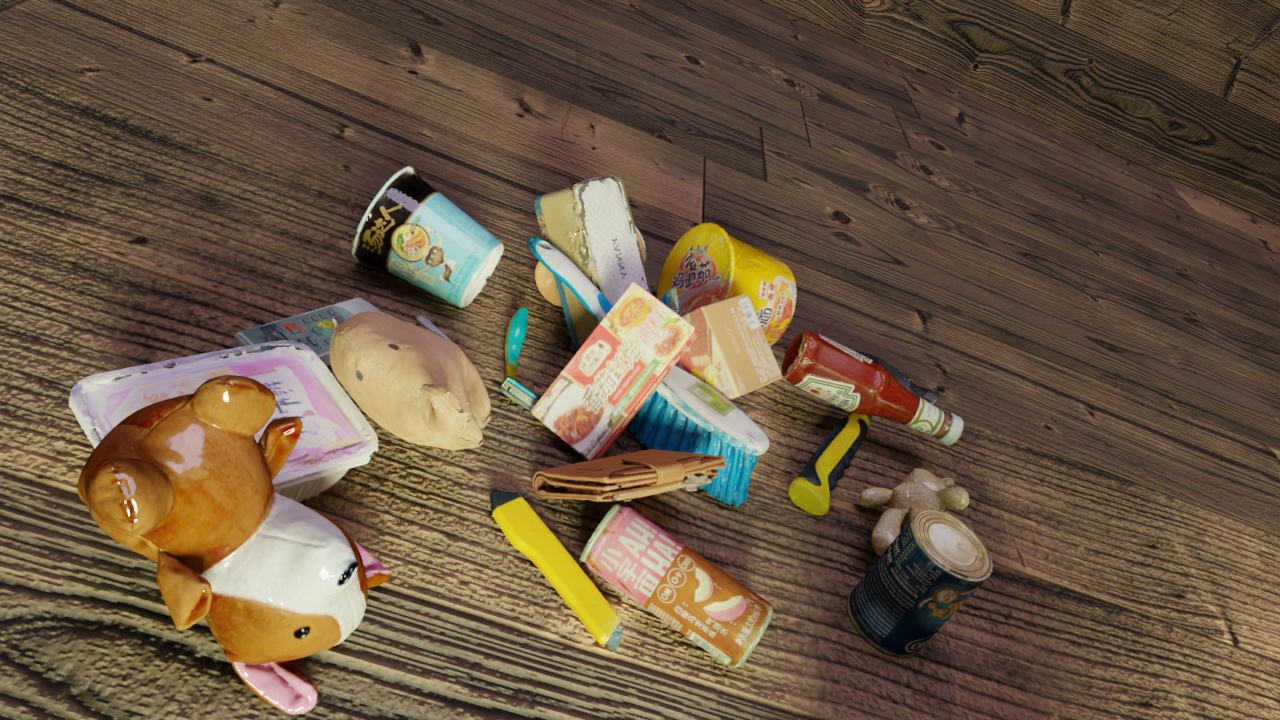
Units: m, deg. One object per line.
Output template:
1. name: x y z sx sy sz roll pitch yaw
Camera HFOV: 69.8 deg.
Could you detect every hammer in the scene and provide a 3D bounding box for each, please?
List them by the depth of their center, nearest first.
1. hammer: 0.232 0.072 1.006 0.126 0.032 0.322 35 35 14

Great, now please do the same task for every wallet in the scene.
1. wallet: -0.008 0.096 0.771 0.131 0.031 0.108 -7 1 -38

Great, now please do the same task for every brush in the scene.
1. brush: -0.005 0.005 0.875 0.314 0.110 0.060 36 36 19

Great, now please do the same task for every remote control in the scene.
1. remote control: -0.282 -0.020 0.806 0.056 0.019 0.134 39 36 20

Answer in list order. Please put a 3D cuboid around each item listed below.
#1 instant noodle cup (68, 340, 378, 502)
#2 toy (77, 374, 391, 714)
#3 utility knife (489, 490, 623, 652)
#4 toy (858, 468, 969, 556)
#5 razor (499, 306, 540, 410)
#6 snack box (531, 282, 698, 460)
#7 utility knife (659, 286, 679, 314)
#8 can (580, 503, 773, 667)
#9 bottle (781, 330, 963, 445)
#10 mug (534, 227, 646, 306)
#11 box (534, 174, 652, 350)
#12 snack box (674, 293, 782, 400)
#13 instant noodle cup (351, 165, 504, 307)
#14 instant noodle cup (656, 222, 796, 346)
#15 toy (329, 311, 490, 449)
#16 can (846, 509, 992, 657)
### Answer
1. instant noodle cup: -0.295 0.059 0.656 0.173 0.060 0.138 -14 51 -46
2. toy: -0.226 0.107 0.546 0.131 0.200 0.139 -2 35 32
3. utility knife: -0.066 0.160 0.708 0.033 0.015 0.164 -21 56 -40
4. toy: 0.264 0.150 0.887 0.105 0.066 0.156 -11 9 28
5. razor: -0.118 -0.007 0.887 0.043 0.028 0.132 35 30 -31
6. snack box: -0.023 0.011 0.829 0.075 0.153 0.025 39 -1 16
7. utility knife: 0.029 -0.055 0.908 0.018 0.034 0.236 -8 -2 -2
8. can: 0.028 0.173 0.712 0.147 0.058 0.057 33 34 10
9. bottle: 0.252 0.035 0.990 0.206 0.060 0.059 26 34 -8
10. mug: -0.058 -0.108 1.027 0.078 0.078 0.122 36 41 15
11. box: -0.042 -0.094 0.944 0.062 0.184 0.089 -4 13 38
12. snack box: 0.069 -0.003 0.914 0.076 0.095 0.092 -20 86 -46
13. instant noodle cup: -0.206 -0.116 0.918 0.120 0.111 0.111 32 34 -1
14. instant noodle cup: 0.100 -0.074 1.036 0.109 0.138 0.138 14 35 -33
15. toy: -0.176 0.016 0.699 0.143 0.082 0.226 30 0 -9
16. can: 0.236 0.188 0.779 0.075 0.111 0.075 17 35 -13
